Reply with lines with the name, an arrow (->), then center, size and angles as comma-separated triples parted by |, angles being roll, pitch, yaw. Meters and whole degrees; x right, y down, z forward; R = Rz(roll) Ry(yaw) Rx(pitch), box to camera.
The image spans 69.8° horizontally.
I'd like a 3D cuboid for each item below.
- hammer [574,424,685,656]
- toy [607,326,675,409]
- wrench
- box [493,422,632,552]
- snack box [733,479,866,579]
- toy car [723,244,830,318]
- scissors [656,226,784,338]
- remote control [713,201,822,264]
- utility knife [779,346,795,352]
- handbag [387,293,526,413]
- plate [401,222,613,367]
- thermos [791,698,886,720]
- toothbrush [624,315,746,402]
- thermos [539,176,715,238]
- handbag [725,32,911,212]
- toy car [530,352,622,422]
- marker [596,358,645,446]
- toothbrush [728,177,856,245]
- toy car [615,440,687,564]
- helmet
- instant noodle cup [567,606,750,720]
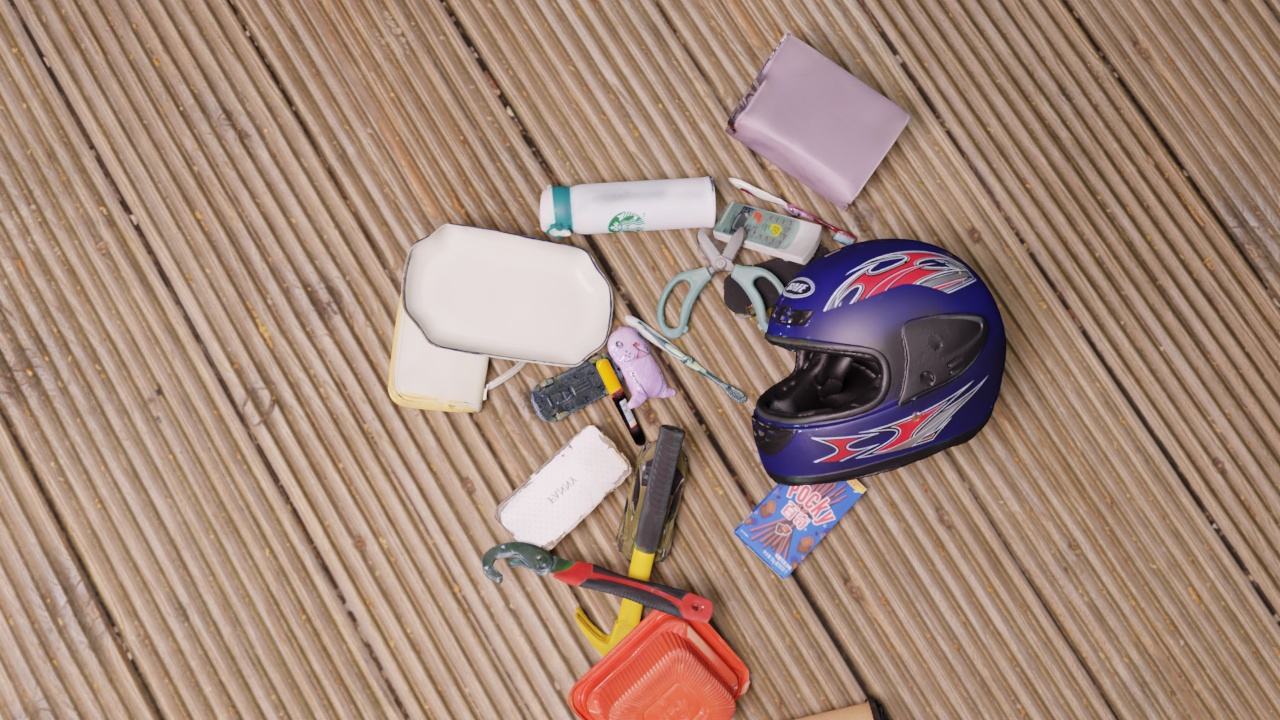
hammer -> 0.005, 0.224, 1.099 | 0.129, 0.033, 0.301 | 13, 99, -2
toy -> -0.007, 0.007, 1.163 | 0.083, 0.039, 0.108 | -18, 81, -45
wrench -> -0.049, 0.257, 1.064 | 0.273, 0.016, 0.056 | 13, 45, 2
box -> -0.090, 0.156, 1.134 | 0.184, 0.061, 0.090 | -40, 86, -9
snack box -> 0.201, 0.189, 1.155 | 0.084, 0.026, 0.157 | 44, 82, 5
toy car -> 0.181, -0.103, 1.191 | 0.156, 0.041, 0.071 | -19, 82, 2
scissors -> 0.112, -0.080, 1.170 | 0.178, 0.019, 0.170 | 35, 96, 14
remote control -> 0.164, -0.165, 1.182 | 0.135, 0.019, 0.056 | 21, 68, 25
utility knife -> 0.261, -0.077, 1.203 | 0.203, 0.015, 0.033 | -38, 87, -7
handbag -> -0.222, -0.014, 1.162 | 0.178, 0.063, 0.163 | 9, 81, -16
plate -> -0.164, -0.077, 1.144 | 0.265, 0.034, 0.162 | 8, 77, -20
thermos -> 0.232, 0.456, 1.089 | 0.143, 0.093, 0.093 | -9, 82, 5
toothbrush -> 0.058, -0.003, 1.184 | 0.191, 0.018, 0.016 | 35, 82, 3
thermos -> -0.018, -0.196, 1.185 | 0.224, 0.073, 0.073 | -4, 81, -2
handbag -> 0.227, -0.304, 1.195 | 0.197, 0.098, 0.144 | 35, 80, 2
toy car -> -0.081, 0.035, 1.164 | 0.120, 0.037, 0.054 | -27, 88, -16
marker -> -0.024, 0.054, 1.156 | 0.018, 0.015, 0.124 | -34, 105, -29
toothbrush -> 0.200, -0.198, 1.220 | 0.187, 0.016, 0.017 | 26, 91, 2
toy car -> 0.015, 0.176, 1.145 | 0.070, 0.042, 0.158 | 13, 79, -1
helmet -> 0.263, -0.014, 1.072 | 0.315, 0.247, 0.240 | -19, 100, -13
instant noodle cup -> 0.032, 0.392, 1.068 | 0.188, 0.079, 0.164 | -43, 106, -5
